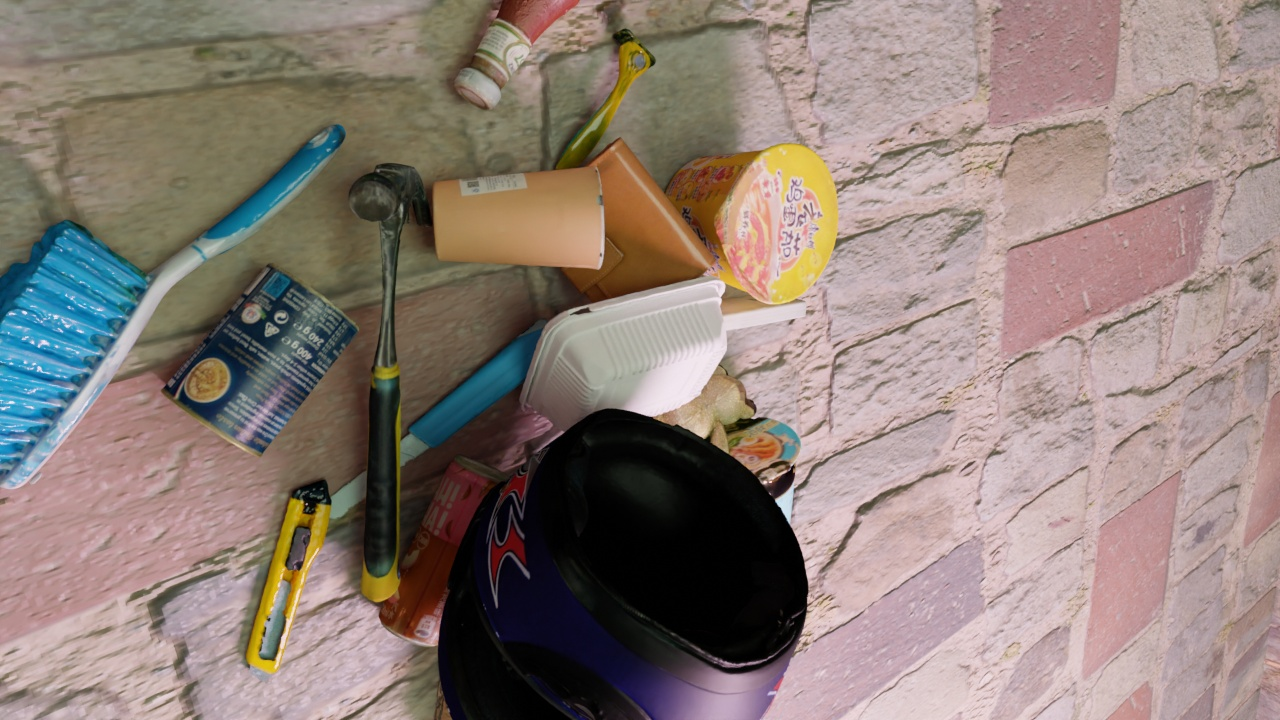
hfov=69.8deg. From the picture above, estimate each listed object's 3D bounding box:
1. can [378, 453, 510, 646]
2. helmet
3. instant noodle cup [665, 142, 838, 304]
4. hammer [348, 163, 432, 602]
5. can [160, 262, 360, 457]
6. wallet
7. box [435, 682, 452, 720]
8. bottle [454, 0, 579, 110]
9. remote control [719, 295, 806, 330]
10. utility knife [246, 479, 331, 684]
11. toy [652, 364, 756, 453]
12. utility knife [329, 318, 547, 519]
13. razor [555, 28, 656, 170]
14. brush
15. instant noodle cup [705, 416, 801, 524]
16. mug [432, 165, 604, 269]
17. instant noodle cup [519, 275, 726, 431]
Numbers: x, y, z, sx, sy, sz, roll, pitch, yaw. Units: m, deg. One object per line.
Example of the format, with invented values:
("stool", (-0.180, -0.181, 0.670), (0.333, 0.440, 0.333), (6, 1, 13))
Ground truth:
("can", (-0.156, 0.153, 0.744), (0.058, 0.058, 0.147), (28, 84, -40))
("helmet", (-0.025, 0.189, 0.642), (0.247, 0.314, 0.241), (33, 107, 1))
("instant noodle cup", (0.093, -0.128, 0.829), (0.137, 0.110, 0.138), (-12, 110, -36))
("hammer", (-0.182, 0.021, 0.662), (0.032, 0.126, 0.324), (6, 108, -3))
("can", (-0.251, -0.002, 0.615), (0.075, 0.075, 0.111), (45, 74, -37))
("wallet", (-0.018, -0.100, 0.761), (0.108, 0.031, 0.132), (-37, 106, 11))
("box", (-0.122, 0.266, 0.801), (0.089, 0.061, 0.184), (0, 104, -39))
("bottle", (-0.073, -0.280, 0.688), (0.059, 0.060, 0.206), (36, 79, -39))
("remote control", (0.096, -0.046, 0.889), (0.134, 0.056, 0.019), (-12, 109, -36))
("utility knife", (-0.264, 0.168, 0.689), (0.033, 0.015, 0.164), (15, 94, -31))
("toy", (0.038, 0.063, 0.877), (0.157, 0.066, 0.105), (-31, 77, -24))
("utility knife", (-0.159, 0.048, 0.738), (0.236, 0.018, 0.034), (-40, 112, -20))
("razor", (-0.032, -0.210, 0.764), (0.043, 0.028, 0.132), (38, 80, -42))
("brush", (-0.312, -0.056, 0.572), (0.109, 0.061, 0.314), (43, 73, -43))
("instant noodle cup", (0.108, 0.135, 0.923), (0.111, 0.111, 0.121), (-27, 125, -30))
("mug", (-0.092, -0.106, 0.690), (0.122, 0.078, 0.078), (-2, 105, -10))
("instant noodle cup", (-0.005, 0.005, 0.769), (0.173, 0.060, 0.138), (-17, 152, -30))
